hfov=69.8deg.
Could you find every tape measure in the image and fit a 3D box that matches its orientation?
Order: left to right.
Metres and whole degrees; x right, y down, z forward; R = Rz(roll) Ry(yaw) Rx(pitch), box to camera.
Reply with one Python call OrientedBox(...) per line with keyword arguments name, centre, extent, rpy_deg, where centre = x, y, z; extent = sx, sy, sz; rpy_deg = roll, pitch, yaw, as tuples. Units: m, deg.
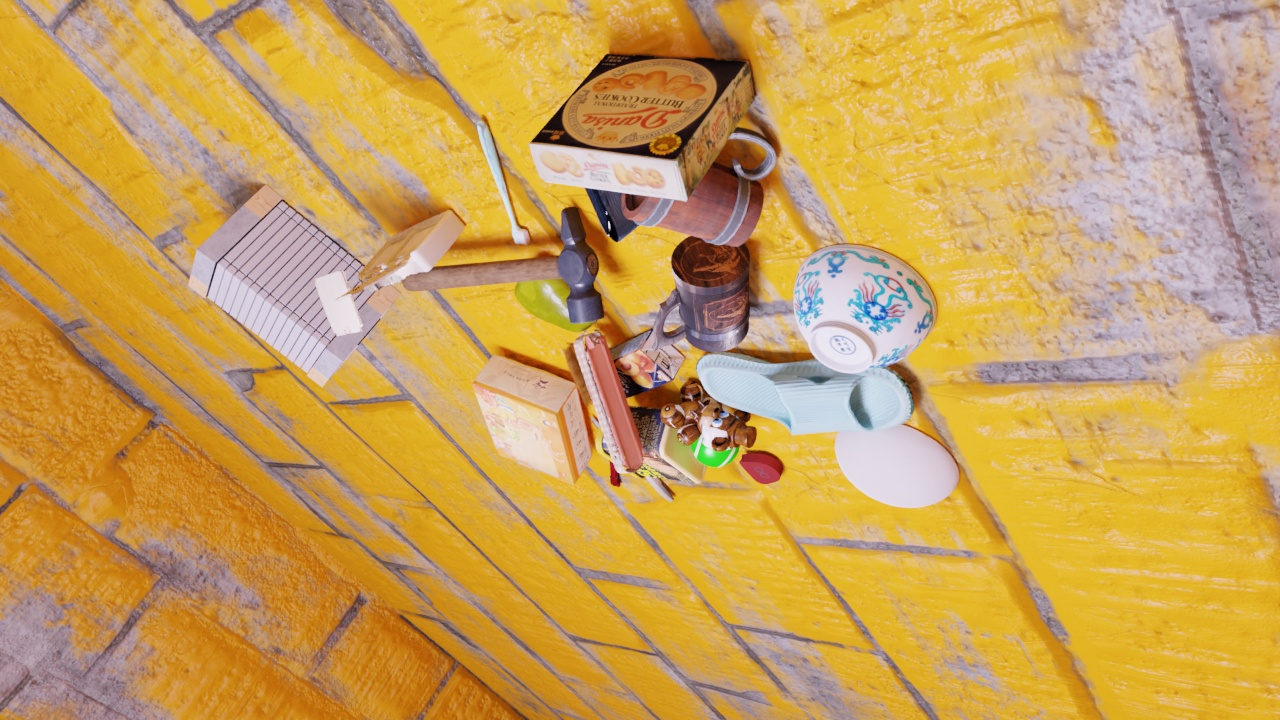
OrientedBox(name="tape measure", centre=(0.170, 0.147, 1.248), extent=(0.051, 0.019, 0.059), rpy_deg=(-5, 140, 42))

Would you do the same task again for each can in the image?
OrientedBox(name="can", centre=(0.021, 0.114, 1.252), extent=(0.104, 0.075, 0.135), rpy_deg=(3, 157, 33))

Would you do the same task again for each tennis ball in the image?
OrientedBox(name="tennis ball", centre=(0.099, 0.109, 1.212), extent=(0.065, 0.065, 0.065), rpy_deg=(23, 148, 15))

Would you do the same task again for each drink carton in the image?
OrientedBox(name="drink carton", centre=(-0.007, 0.007, 1.188), extent=(0.064, 0.040, 0.130), rpy_deg=(43, 148, -16))

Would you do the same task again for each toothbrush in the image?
OrientedBox(name="toothbrush", centre=(-0.157, -0.201, 1.055), extent=(0.016, 0.016, 0.181), rpy_deg=(19, 147, 26))

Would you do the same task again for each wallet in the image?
OrientedBox(name="wallet", centre=(-0.012, -0.182, 0.885), extent=(0.026, 0.089, 0.115), rpy_deg=(29, 155, 42))

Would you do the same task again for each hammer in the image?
OrientedBox(name="hammer", centre=(-0.182, -0.108, 1.121), extent=(0.322, 0.040, 0.129), rpy_deg=(0, 104, 37))

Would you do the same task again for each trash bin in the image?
OrientedBox(name="trash bin", centre=(-0.520, -0.107, 1.380), extent=(0.247, 0.142, 0.143), rpy_deg=(40, 148, -13))

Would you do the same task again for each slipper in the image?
OrientedBox(name="slipper", centre=(0.177, 0.045, 1.056), extent=(0.277, 0.069, 0.116), rpy_deg=(7, 144, 36))

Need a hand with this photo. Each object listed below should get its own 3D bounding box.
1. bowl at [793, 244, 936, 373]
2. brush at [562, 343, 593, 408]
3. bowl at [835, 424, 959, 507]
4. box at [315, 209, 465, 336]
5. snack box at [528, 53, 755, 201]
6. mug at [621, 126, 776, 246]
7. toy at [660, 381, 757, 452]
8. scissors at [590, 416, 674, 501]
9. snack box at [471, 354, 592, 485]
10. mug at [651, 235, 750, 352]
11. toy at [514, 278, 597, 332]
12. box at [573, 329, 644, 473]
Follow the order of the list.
OrientedBox(name="bowl", centre=(0.209, -0.036, 0.906), extent=(0.144, 0.074, 0.144), rpy_deg=(23, 147, 15))
OrientedBox(name="brush", centre=(-0.075, 0.035, 1.234), extent=(0.048, 0.017, 0.126), rpy_deg=(77, 168, -49))
OrientedBox(name="bowl", centre=(0.298, 0.134, 1.093), extent=(0.149, 0.043, 0.150), rpy_deg=(23, 147, 15))
OrientedBox(name="box", centre=(-0.320, -0.123, 1.146), extent=(0.144, 0.179, 0.080), rpy_deg=(-14, 126, 42))
OrientedBox(name="snack box", centre=(0.003, -0.204, 0.784), extent=(0.144, 0.144, 0.043), rpy_deg=(13, 143, 27))
OrientedBox(name="mug", centre=(0.057, -0.165, 0.840), extent=(0.111, 0.081, 0.118), rpy_deg=(15, 128, -23))
OrientedBox(name="toy", centre=(0.090, 0.078, 1.155), extent=(0.113, 0.087, 0.067), rpy_deg=(14, 135, 34))
OrientedBox(name="scissors", centre=(-0.017, 0.162, 1.437), extent=(0.179, 0.015, 0.199), rpy_deg=(33, 148, 1))
OrientedBox(name="snack box", centre=(-0.157, 0.086, 1.389), extent=(0.145, 0.080, 0.195), rpy_deg=(19, 146, 19))
OrientedBox(name="mug", centre=(0.060, -0.064, 0.967), extent=(0.107, 0.115, 0.080), rpy_deg=(79, 165, -52))
OrientedBox(name="toy", centre=(-0.104, -0.074, 1.146), extent=(0.110, 0.051, 0.090), rpy_deg=(39, 141, -4))
OrientedBox(name="box", centre=(-0.043, 0.053, 1.158), extent=(0.067, 0.056, 0.187), rpy_deg=(-7, 103, 67))
